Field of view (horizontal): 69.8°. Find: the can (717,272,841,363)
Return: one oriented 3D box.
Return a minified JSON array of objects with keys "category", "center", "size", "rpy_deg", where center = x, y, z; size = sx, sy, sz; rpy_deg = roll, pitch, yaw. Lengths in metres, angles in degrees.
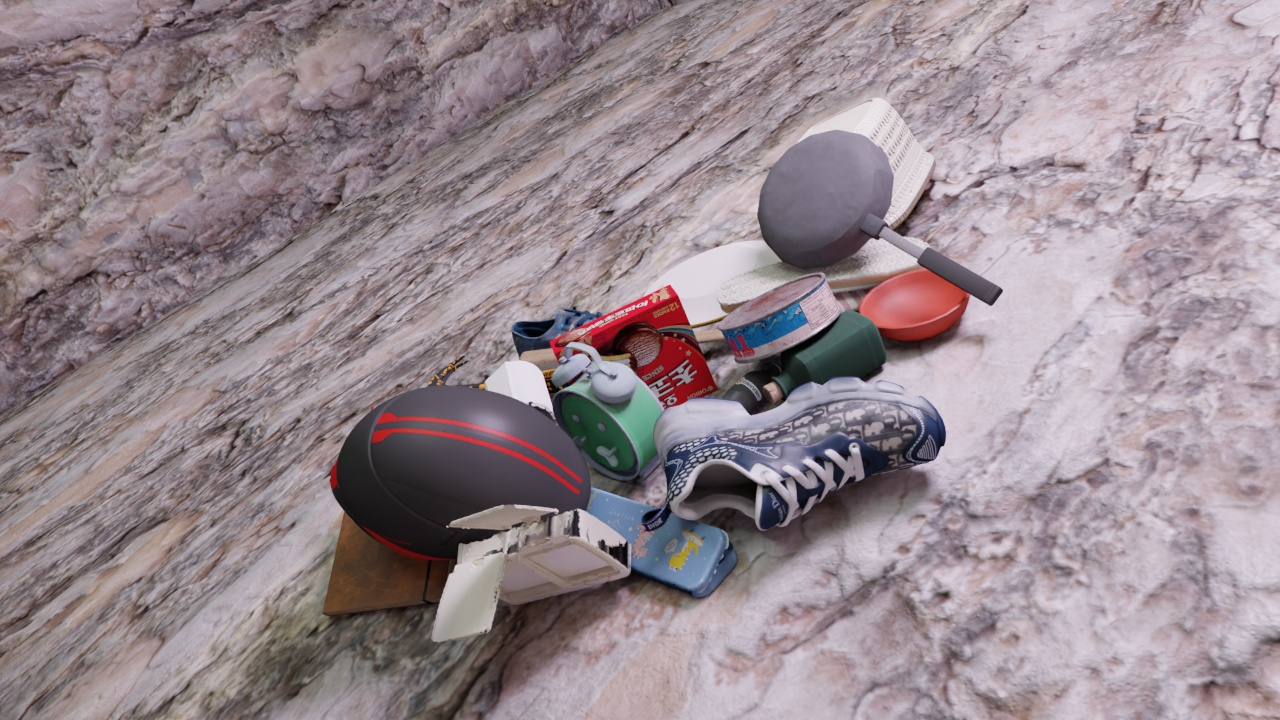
[{"category":"can","center":[0.153,-0.047,1.012],"size":[0.130,0.044,0.130],"rpy_deg":[-28,9,5]}]

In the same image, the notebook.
[{"category":"notebook","center":[-0.257,0.152,1.024],"size":[0.179,0.014,0.248],"rpy_deg":[-13,55,23]}]

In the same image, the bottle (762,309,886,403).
[{"category":"bottle","center":[0.190,0.005,0.980],"size":[0.131,0.061,0.061],"rpy_deg":[-30,25,-10]}]

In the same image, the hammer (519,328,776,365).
[{"category":"hammer","center":[0.008,-0.018,1.155],"size":[0.331,0.031,0.119],"rpy_deg":[-9,28,12]}]

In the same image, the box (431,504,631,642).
[{"category":"box","center":[-0.106,0.189,0.806],"size":[0.146,0.185,0.095],"rpy_deg":[-22,68,27]}]

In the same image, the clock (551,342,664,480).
[{"category":"clock","center":[-0.041,0.051,0.974],"size":[0.122,0.162,0.075],"rpy_deg":[14,46,43]}]

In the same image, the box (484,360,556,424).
[{"category":"box","center":[-0.154,0.063,1.108],"size":[0.084,0.112,0.162],"rpy_deg":[-40,39,10]}]

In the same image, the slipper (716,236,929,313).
[{"category":"slipper","center":[0.226,-0.093,1.132],"size":[0.263,0.052,0.114],"rpy_deg":[-11,29,14]}]

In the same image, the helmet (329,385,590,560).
[{"category":"helmet","center":[-0.179,0.107,0.907],"size":[0.264,0.170,0.163],"rpy_deg":[13,58,-5]}]

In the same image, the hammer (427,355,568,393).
[{"category":"hammer","center":[-0.172,0.031,1.252],"size":[0.321,0.036,0.123],"rpy_deg":[-6,45,30]}]

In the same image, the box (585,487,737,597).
[{"category":"box","center":[-0.005,0.166,0.873],"size":[0.210,0.049,0.066],"rpy_deg":[8,44,47]}]

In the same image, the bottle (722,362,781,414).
[{"category":"bottle","center":[0.116,0.039,1.008],"size":[0.109,0.036,0.036],"rpy_deg":[-39,31,-25]}]

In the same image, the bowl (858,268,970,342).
[{"category":"bowl","center":[0.308,-0.057,1.020],"size":[0.122,0.035,0.121],"rpy_deg":[-19,28,11]}]

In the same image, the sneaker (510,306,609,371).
[{"category":"sneaker","center":[-0.074,-0.042,1.260],"size":[0.236,0.079,0.087],"rpy_deg":[-10,31,27]}]

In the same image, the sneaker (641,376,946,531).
[{"category":"sneaker","center":[0.133,0.098,0.815],"size":[0.270,0.103,0.132],"rpy_deg":[-7,36,19]}]

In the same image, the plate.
[{"category":"plate","center":[0.103,-0.119,1.311],"size":[0.230,0.021,0.229],"rpy_deg":[-19,28,11]}]

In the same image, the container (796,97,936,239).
[{"category":"container","center":[0.284,-0.246,1.256],"size":[0.185,0.143,0.245],"rpy_deg":[-18,25,42]}]

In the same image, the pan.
[{"category":"pan","center":[0.263,-0.156,1.052],"size":[0.179,0.041,0.357],"rpy_deg":[-56,47,10]}]

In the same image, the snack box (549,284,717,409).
[{"category":"snack box","center":[-0.006,0.006,1.060],"size":[0.152,0.133,0.035],"rpy_deg":[-26,27,-1]}]
